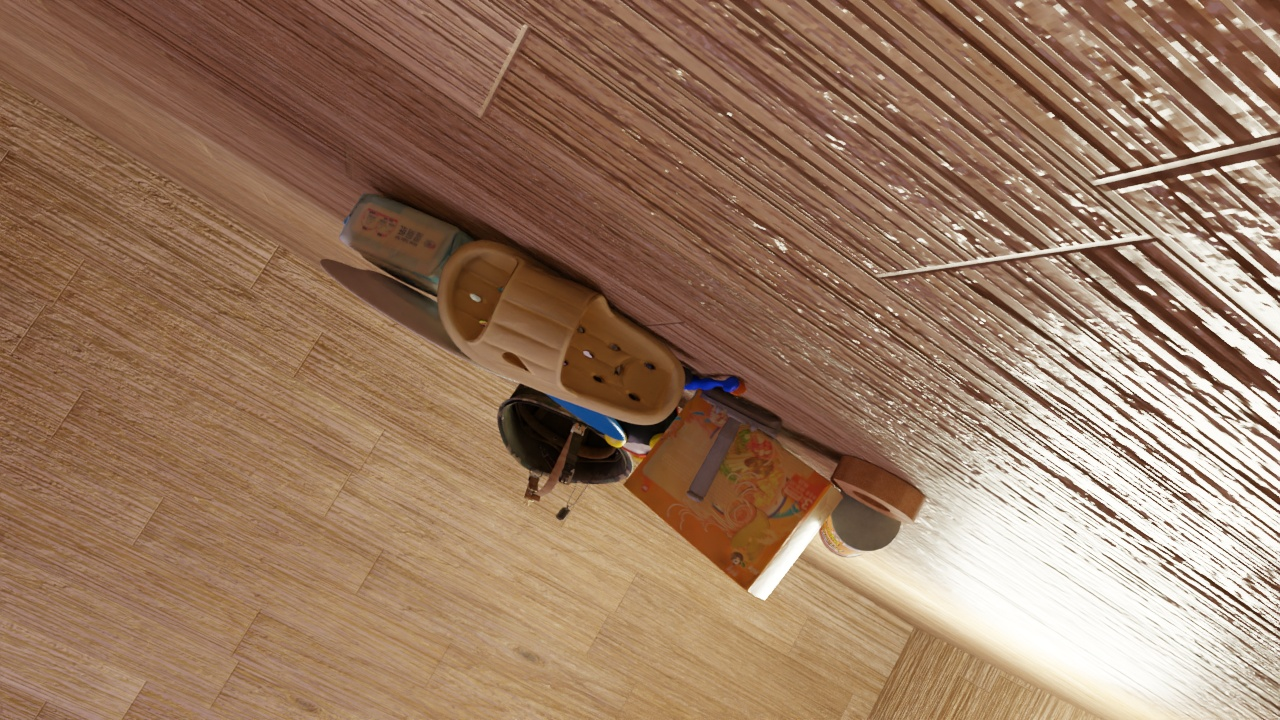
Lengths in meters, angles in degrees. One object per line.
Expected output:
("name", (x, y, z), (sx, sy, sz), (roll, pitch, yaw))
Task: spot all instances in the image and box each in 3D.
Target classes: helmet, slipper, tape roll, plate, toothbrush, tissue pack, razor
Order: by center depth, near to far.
("slipper", (-0.066, -0.017, 0.851), (0.261, 0.111, 0.079), (29, 175, -17))
("tape roll", (0.243, 0.133, 0.943), (0.094, 0.027, 0.094), (30, 172, 4))
("plate", (-0.215, -0.046, 0.948), (0.242, 0.016, 0.242), (31, -178, -2))
("toothbrush", (0.069, 0.025, 0.951), (0.018, 0.016, 0.183), (27, 173, -14))
("razor", (0.083, 0.096, 0.973), (0.088, 0.116, 0.047), (27, 179, 19))
("tissue pack", (-0.224, -0.109, 0.977), (0.182, 0.070, 0.112), (25, 172, 31))
("plate", (-0.103, 0.021, 1.111), (0.224, 0.024, 0.224), (36, 169, 8))
("helmet", (-0.114, 0.122, 1.419), (0.224, 0.235, 0.193), (40, 139, -2))

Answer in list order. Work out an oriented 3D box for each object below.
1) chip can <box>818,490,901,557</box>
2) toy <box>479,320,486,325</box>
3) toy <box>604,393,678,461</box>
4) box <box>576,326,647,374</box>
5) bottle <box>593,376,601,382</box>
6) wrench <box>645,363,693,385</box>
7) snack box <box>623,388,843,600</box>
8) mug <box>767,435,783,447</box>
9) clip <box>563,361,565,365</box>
("chip can", (0.257, 0.193, 1.092), (0.075, 0.075, 0.215), (28, 171, 13))
("toy", (-0.219, -0.070, 1.289), (0.092, 0.046, 0.115), (15, 171, 45))
("toy", (0.007, 0.085, 1.233), (0.097, 0.099, 0.119), (8, 161, 8))
("box", (-0.091, -0.040, 1.013), (0.206, 0.050, 0.117), (22, 166, 44))
("bottle", (-0.127, 0.006, 1.252), (0.207, 0.071, 0.071), (22, 170, 14))
("wrench", (-0.006, 0.006, 1.077), (0.073, 0.022, 0.274), (33, 172, -23))
("snack box", (0.103, 0.146, 1.018), (0.195, 0.145, 0.080), (36, 177, 34))
("mug", (0.128, 0.118, 1.121), (0.113, 0.084, 0.070), (64, 173, 0))
("clip", (-0.076, 0.003, 0.997), (0.046, 0.014, 0.050), (28, 167, 8))
